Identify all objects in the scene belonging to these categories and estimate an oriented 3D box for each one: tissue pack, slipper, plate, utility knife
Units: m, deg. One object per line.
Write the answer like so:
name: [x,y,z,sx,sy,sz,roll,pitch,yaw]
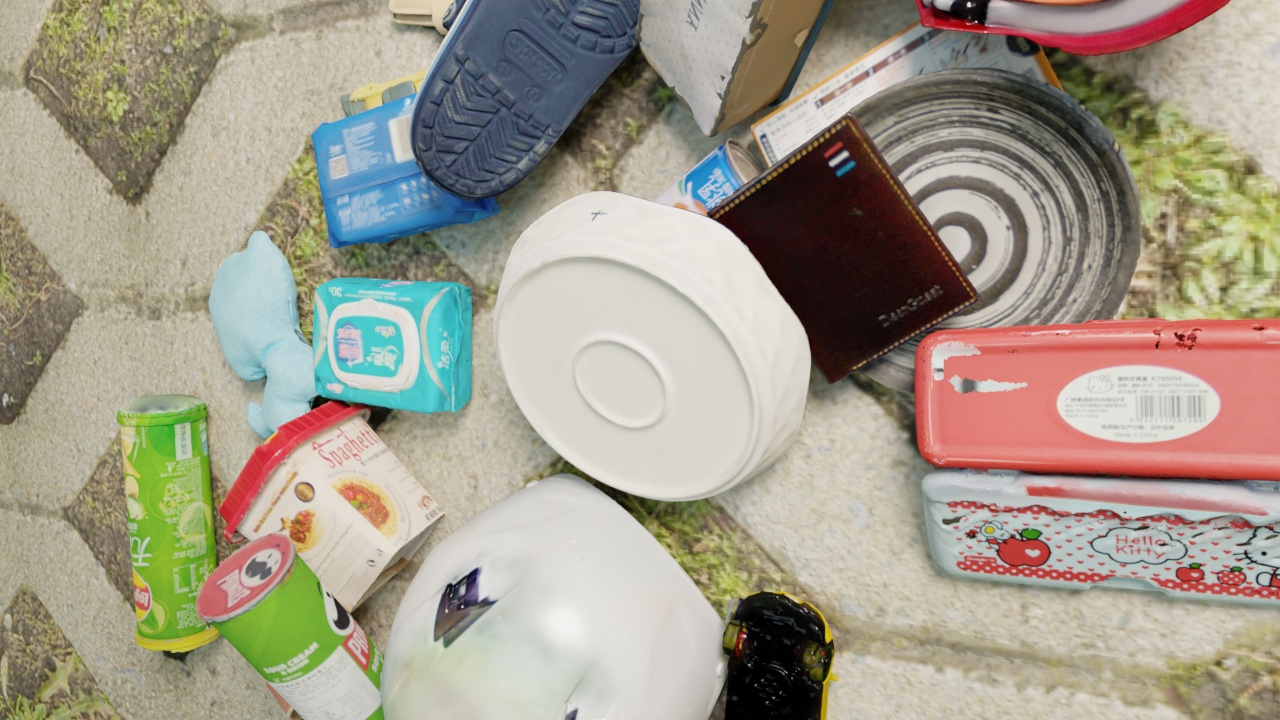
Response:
tissue pack: [-0.168,-0.135,0.655,0.157,0.052,0.095,-8,91,28]
slipper: [-0.057,-0.215,0.567,0.253,0.105,0.095,-59,29,8]
plate: [0.166,-0.064,0.489,0.179,0.024,0.180,10,118,18]
tissue pack: [-0.181,-0.013,0.680,0.134,0.050,0.093,5,98,27]
utility knife: [-0.154,-0.199,0.663,0.167,0.018,0.031,-8,99,24]
plate: [-0.003,0.003,0.546,0.205,0.045,0.205,16,129,20]

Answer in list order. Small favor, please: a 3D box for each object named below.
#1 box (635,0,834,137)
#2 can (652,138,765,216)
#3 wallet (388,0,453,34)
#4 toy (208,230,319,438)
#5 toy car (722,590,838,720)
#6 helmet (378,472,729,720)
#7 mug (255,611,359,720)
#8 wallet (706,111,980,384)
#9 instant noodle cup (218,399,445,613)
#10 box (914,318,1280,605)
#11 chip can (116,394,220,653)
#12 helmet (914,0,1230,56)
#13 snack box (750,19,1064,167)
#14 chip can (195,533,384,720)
box: [0.050,-0.194,0.476,0.062,0.184,0.090,-33,81,-14]
can: [0.020,-0.073,0.564,0.135,0.053,0.053,-36,80,27]
wallet: [-0.125,-0.269,0.630,0.115,0.024,0.087,13,104,24]
toy: [-0.306,-0.019,0.745,0.156,0.049,0.162,34,114,21]
toy car: [0.087,0.216,0.577,0.071,0.041,0.156,6,102,27]
helmet: [-0.080,0.215,0.605,0.229,0.145,0.259,47,115,15]
mug: [-0.282,0.232,0.758,0.106,0.081,0.115,47,144,16]
wallet: [0.107,-0.057,0.492,0.097,0.020,0.122,-32,102,31]
instant noodle cup: [-0.227,0.111,0.694,0.124,0.116,0.117,41,114,4]
box: [0.243,0.055,0.459,0.201,0.058,0.161,-1,108,29]
chip can: [-0.415,0.141,0.812,0.073,0.072,0.221,4,99,27]
helmet: [0.193,-0.247,0.383,0.240,0.143,0.207,47,148,25]
snack box: [0.143,-0.135,0.506,0.154,0.026,0.075,-27,85,28]
chip can: [-0.216,0.231,0.660,0.072,0.072,0.236,-8,125,28]
